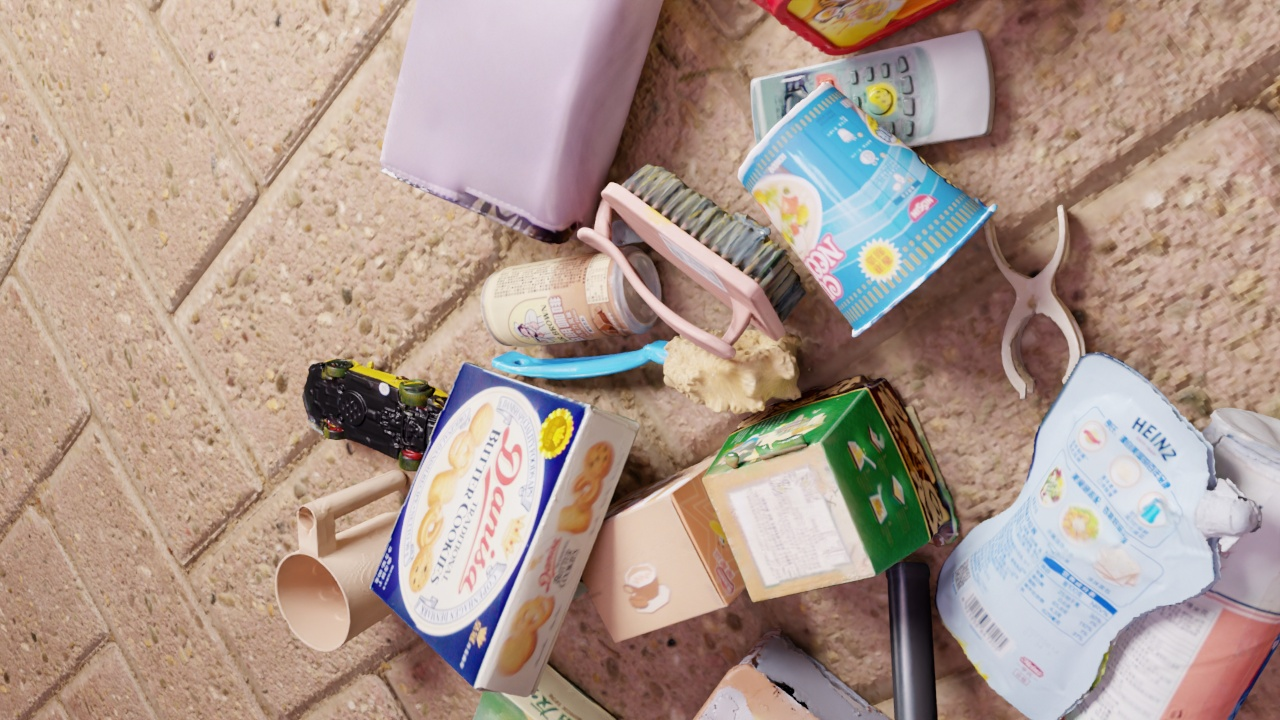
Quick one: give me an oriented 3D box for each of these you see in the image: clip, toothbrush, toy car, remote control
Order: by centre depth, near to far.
[{"bbox_3d":[0.222,-0.031,0.489,0.076,0.034,0.103,4,96,32],"label":"clip"},{"bbox_3d":[0.129,-0.145,0.521,0.135,0.019,0.056,-2,100,31],"label":"remote control"},{"bbox_3d":[0.159,0.223,0.522,0.027,0.026,0.212,-29,53,53],"label":"toothbrush"},{"bbox_3d":[0.008,-0.088,0.610,0.056,0.027,0.024,-8,100,21],"label":"clip"},{"bbox_3d":[-0.214,0.040,0.754,0.156,0.041,0.071,14,108,25],"label":"toy car"}]

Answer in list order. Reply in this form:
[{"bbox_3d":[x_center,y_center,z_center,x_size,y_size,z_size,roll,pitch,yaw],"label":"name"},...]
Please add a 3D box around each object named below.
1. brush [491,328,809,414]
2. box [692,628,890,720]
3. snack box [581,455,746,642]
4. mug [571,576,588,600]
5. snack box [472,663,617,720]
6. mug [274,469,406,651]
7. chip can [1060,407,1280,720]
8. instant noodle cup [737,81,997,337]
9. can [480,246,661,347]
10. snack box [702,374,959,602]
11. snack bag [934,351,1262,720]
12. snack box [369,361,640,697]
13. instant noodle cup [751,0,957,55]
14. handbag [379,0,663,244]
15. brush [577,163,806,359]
[{"bbox_3d":[-0.004,0.004,0.612,0.255,0.083,0.046,0,109,38],"label":"brush"},{"bbox_3d":[0.098,0.288,0.563,0.181,0.157,0.149,37,118,18],"label":"box"},{"bbox_3d":[0.022,0.121,0.604,0.093,0.094,0.077,-28,88,32],"label":"snack box"},{"bbox_3d":[-0.086,0.135,0.685,0.107,0.082,0.111,-37,56,32],"label":"mug"},{"bbox_3d":[-0.099,0.368,0.753,0.114,0.063,0.241,32,117,21],"label":"snack box"},{"bbox_3d":[-0.233,0.160,0.757,0.084,0.103,0.125,10,107,28],"label":"mug"},{"bbox_3d":[0.283,0.135,0.468,0.071,0.071,0.215,24,113,24],"label":"chip can"},{"bbox_3d":[0.114,-0.085,0.493,0.110,0.099,0.099,47,120,6],"label":"instant noodle cup"},{"bbox_3d":[-0.048,-0.042,0.627,0.116,0.058,0.058,-5,99,31],"label":"can"},{"bbox_3d":[0.103,0.083,0.541,0.118,0.105,0.117,-23,90,33],"label":"snack box"},{"bbox_3d":[0.225,0.098,0.476,0.110,0.038,0.191,-112,31,-43],"label":"snack bag"},{"bbox_3d":[-0.099,0.102,0.618,0.183,0.045,0.178,13,80,53],"label":"snack box"},{"bbox_3d":[0.108,-0.241,0.464,0.116,0.115,0.123,-20,80,33],"label":"instant noodle cup"},{"bbox_3d":[-0.068,-0.190,0.580,0.145,0.098,0.197,30,114,23],"label":"handbag"},{"bbox_3d":[0.023,-0.063,0.542,0.073,0.063,0.145,-49,58,-2],"label":"brush"}]
